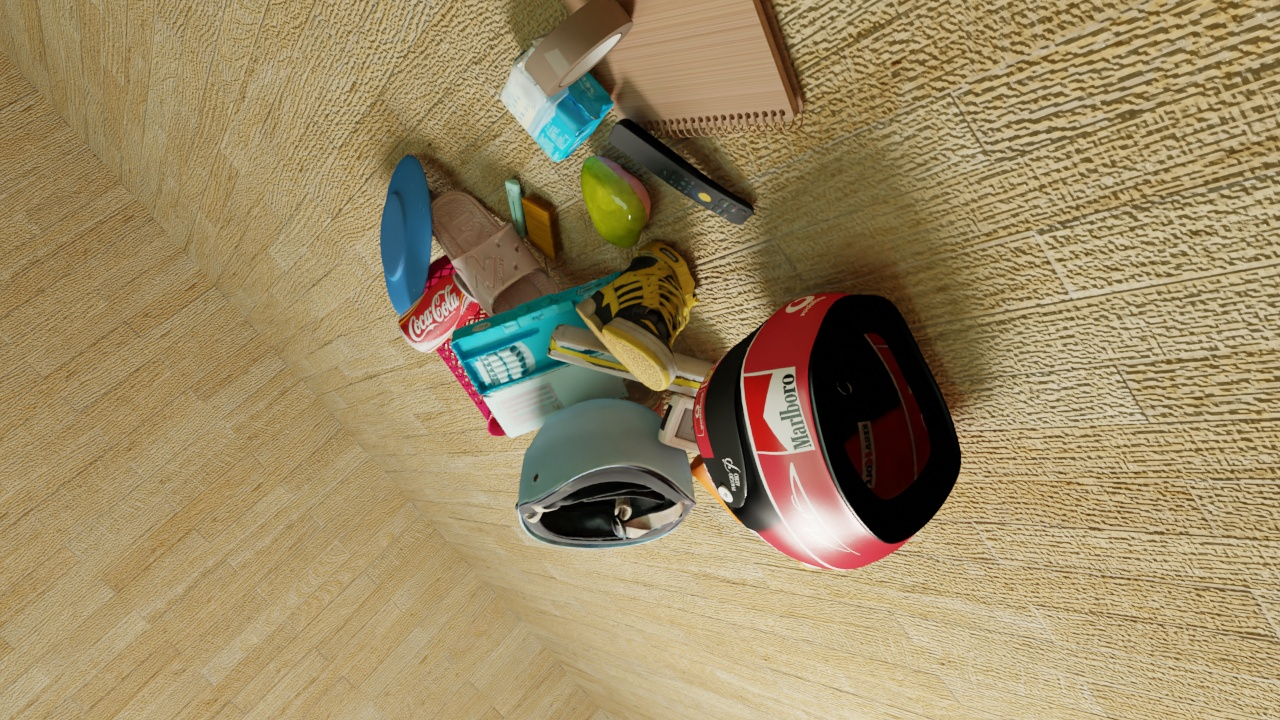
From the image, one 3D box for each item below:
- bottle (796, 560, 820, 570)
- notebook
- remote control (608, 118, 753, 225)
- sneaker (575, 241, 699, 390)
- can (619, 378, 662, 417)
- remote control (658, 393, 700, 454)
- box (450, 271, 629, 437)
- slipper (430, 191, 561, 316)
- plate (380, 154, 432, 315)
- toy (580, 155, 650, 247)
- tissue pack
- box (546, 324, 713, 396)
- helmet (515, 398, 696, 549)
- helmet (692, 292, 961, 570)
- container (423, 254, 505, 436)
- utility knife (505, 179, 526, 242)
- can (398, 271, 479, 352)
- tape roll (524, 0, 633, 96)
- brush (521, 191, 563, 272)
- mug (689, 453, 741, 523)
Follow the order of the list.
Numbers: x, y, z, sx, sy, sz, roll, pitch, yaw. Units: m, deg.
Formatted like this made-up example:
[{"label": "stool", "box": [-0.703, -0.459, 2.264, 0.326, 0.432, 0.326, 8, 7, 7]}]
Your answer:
[{"label": "bottle", "box": [0.227, 0.235, 1.172, 0.063, 0.063, 0.109, 37, 154, 15]}, {"label": "notebook", "box": [0.029, -0.265, 0.771, 0.211, 0.022, 0.169, 12, 138, 48]}, {"label": "remote control", "box": [0.039, -0.176, 0.858, 0.152, 0.020, 0.041, 33, 162, -7]}, {"label": "sneaker", "box": [0.017, -0.050, 0.958, 0.086, 0.122, 0.238, 51, 175, -24]}, {"label": "can", "box": [-0.002, 0.087, 1.279, 0.067, 0.067, 0.170, 33, 152, 23]}, {"label": "remote control", "box": [0.084, 0.083, 1.088, 0.138, 0.060, 0.025, 18, -175, -32]}, {"label": "box", "box": [-0.098, 0.001, 1.153, 0.039, 0.227, 0.182, -101, -10, -52]}, {"label": "slipper", "box": [-0.196, -0.136, 1.173, 0.239, 0.094, 0.064, 48, 168, 20]}, {"label": "plate", "box": [-0.335, -0.172, 1.274, 0.225, 0.024, 0.224, 2, 92, 60]}, {"label": "toy", "box": [-0.027, -0.163, 0.968, 0.090, 0.051, 0.110, 39, 156, 18]}, {"label": "tissue pack", "box": [-0.082, -0.253, 0.888, 0.093, 0.061, 0.144, 48, 167, -9]}, {"label": "box", "box": [-0.007, 0.008, 1.080, 0.210, 0.065, 0.045, 15, 107, -1]}, {"label": "helmet", "box": [-0.043, 0.147, 1.165, 0.225, 0.166, 0.266, 5, 145, -10]}, {"label": "helmet", "box": [0.160, 0.068, 0.876, 0.225, 0.197, 0.271, -4, 118, 57]}, {"label": "container", "box": [-0.215, -0.036, 1.306, 0.226, 0.182, 0.184, 45, 155, 16]}, {"label": "utility knife", "box": [-0.154, -0.187, 1.160, 0.022, 0.015, 0.120, 34, 155, 18]}, {"label": "can", "box": [-0.264, -0.064, 1.209, 0.064, 0.105, 0.064, 46, -167, -15]}, {"label": "tape roll", "box": [-0.051, -0.261, 0.762, 0.030, 0.093, 0.094, 51, 154, -9]}, {"label": "brush", "box": [-0.120, -0.154, 1.152, 0.048, 0.017, 0.127, 32, 151, 24]}, {"label": "mug", "box": [0.133, 0.139, 1.166, 0.096, 0.077, 0.113, 47, 126, -4]}]
